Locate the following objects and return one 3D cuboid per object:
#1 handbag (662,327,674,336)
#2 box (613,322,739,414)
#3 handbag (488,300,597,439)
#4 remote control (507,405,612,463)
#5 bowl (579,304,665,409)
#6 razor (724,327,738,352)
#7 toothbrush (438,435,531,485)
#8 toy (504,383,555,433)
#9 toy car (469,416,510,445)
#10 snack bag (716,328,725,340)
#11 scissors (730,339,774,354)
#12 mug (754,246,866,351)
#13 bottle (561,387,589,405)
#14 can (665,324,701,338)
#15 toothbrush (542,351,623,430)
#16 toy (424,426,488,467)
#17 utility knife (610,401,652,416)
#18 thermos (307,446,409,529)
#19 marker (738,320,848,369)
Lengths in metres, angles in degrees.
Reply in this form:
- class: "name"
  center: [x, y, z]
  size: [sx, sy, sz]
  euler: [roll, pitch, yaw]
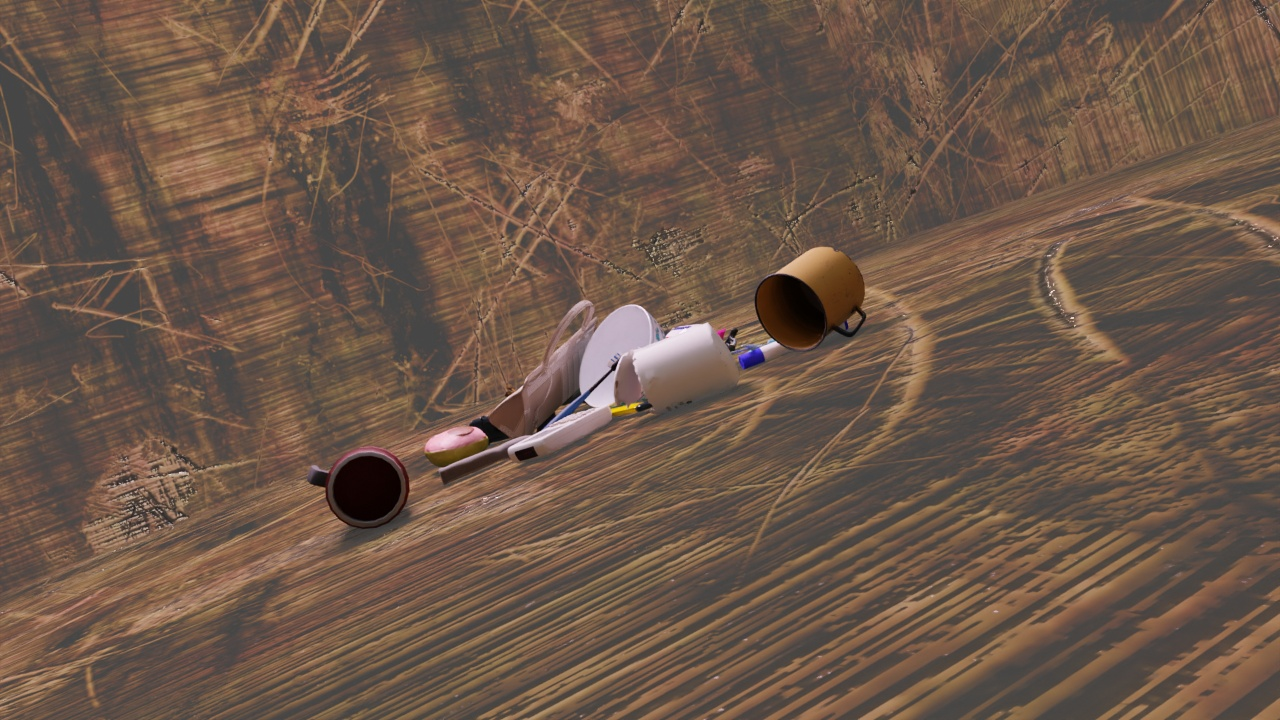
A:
- class: "handbag"
  center: [0.067, -0.030, 1.442]
  size: [0.079, 0.054, 0.128]
  euler: [16, 6, 13]
- class: "box"
  center: [0.031, 0.012, 1.010]
  size: [0.143, 0.089, 0.080]
  euler: [-23, -16, 6]
- class: "handbag"
  center: [-0.110, -0.007, 1.240]
  size: [0.175, 0.062, 0.198]
  euler: [-45, -13, -43]
- class: "remote control"
  center: [-0.091, 0.085, 1.069]
  size: [0.060, 0.025, 0.138]
  euler: [-18, 4, 36]
- class: "bowl"
  center: [-0.007, 0.007, 1.211]
  size: [0.074, 0.143, 0.144]
  euler: [26, -28, -34]
- class: "razor"
  center: [0.131, -0.015, 1.412]
  size: [0.043, 0.022, 0.144]
  euler: [-64, -8, 19]
- class: "toothbrush"
  center: [-0.159, 0.109, 1.137]
  size: [0.185, 0.024, 0.022]
  euler: [-21, 43, -15]
- class: "toy"
  center: [-0.167, 0.067, 1.343]
  size: [0.062, 0.100, 0.076]
  euler: [-55, -36, -1]
- class: "toy car"
  center: [-0.218, 0.103, 1.401]
  size: [0.112, 0.046, 0.034]
  euler: [-16, 0, 33]
- class: "snack bag"
  center: [0.064, 0.007, 1.139]
  size: [0.070, 0.016, 0.196]
  euler: [-21, 18, 20]
- class: "scissors"
  center: [0.149, -0.017, 1.188]
  size: [0.140, 0.015, 0.111]
  euler: [-8, -11, -28]
- class: "mug"
  center: [0.214, -0.070, 1.095]
  size: [0.093, 0.124, 0.101]
  euler: [-34, -34, -36]
- class: "bottle"
  center: [-0.075, 0.044, 1.407]
  size: [0.055, 0.055, 0.175]
  euler: [-24, 3, -43]
- class: "can"
  center: [0.074, -0.016, 1.309]
  size: [0.070, 0.070, 0.132]
  euler: [-21, 3, -6]
- class: "toothbrush"
  center: [-0.078, 0.050, 1.138]
  size: [0.167, 0.014, 0.014]
  euler: [-44, -24, -14]
- class: "toy"
  center: [-0.268, 0.124, 1.300]
  size: [0.089, 0.051, 0.110]
  euler: [-22, 2, -37]
- class: "utility knife"
  center: [-0.056, 0.070, 1.161]
  size: [0.030, 0.019, 0.224]
  euler: [-9, -1, -38]
- class: "thermos"
  center: [-0.313, 0.135, 1.018]
  size: [0.108, 0.084, 0.199]
  euler: [14, -8, -14]
- class: "marker"
  center: [0.191, -0.022, 1.146]
  size: [0.141, 0.020, 0.020]
  euler: [-21, 3, -5]
